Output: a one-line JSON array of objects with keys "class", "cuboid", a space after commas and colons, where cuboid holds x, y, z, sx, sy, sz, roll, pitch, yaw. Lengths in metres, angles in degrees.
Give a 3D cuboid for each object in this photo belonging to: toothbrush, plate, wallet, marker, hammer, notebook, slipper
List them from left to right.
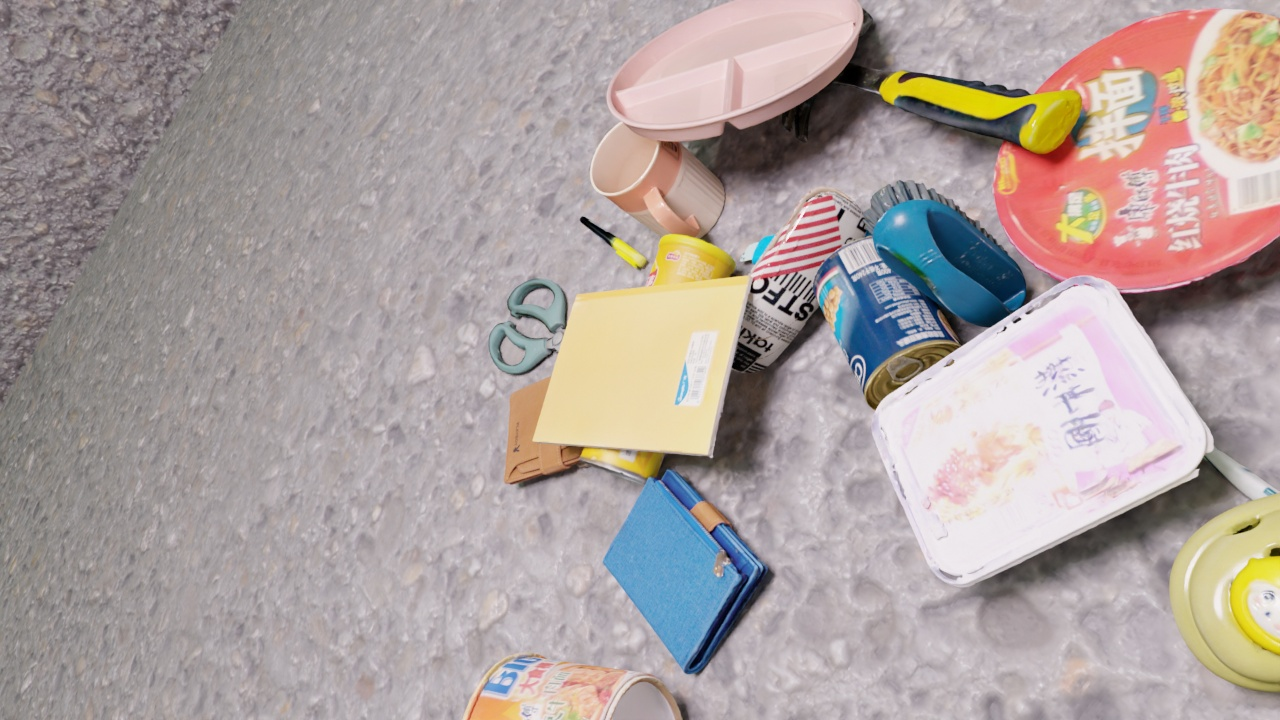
[{"class": "wallet", "cuboid": [-0.078, 0.059, 0.886, 0.132, 0.031, 0.107, -22, 54, 35]}, {"class": "marker", "cuboid": [-0.031, -0.123, 0.946, 0.015, 0.018, 0.124, -51, 43, 2]}, {"class": "notebook", "cuboid": [-0.004, 0.004, 0.754, 0.207, 0.010, 0.145, -2, 67, 46]}, {"class": "wallet", "cuboid": [0.031, 0.162, 0.725, 0.133, 0.040, 0.106, 43, 108, 46]}, {"class": "plate", "cuboid": [0.081, -0.259, 0.801, 0.230, 0.028, 0.229, -16, 39, 14]}, {"class": "hammer", "cuboid": [0.206, -0.206, 0.709, 0.126, 0.032, 0.323, -54, 29, 10]}, {"class": "toothbrush", "cuboid": [0.313, 0.042, 0.544, 0.018, 0.016, 0.191, -57, 42, 18]}, {"class": "slipper", "cuboid": [0.348, 0.094, 0.428, 0.191, 0.081, 0.091, -29, 66, 24]}]

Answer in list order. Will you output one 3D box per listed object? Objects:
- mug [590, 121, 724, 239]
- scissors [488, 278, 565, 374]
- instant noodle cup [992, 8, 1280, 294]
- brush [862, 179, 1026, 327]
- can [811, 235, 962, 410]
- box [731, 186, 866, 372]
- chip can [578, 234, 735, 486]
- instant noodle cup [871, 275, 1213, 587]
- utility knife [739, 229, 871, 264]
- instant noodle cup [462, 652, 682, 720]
[{"class": "mug", "cuboid": [0.022, -0.155, 0.849, 0.082, 0.106, 0.114, -40, 47, 20]}, {"class": "scissors", "cuboid": [-0.111, -0.011, 0.961, 0.130, 0.019, 0.185, -51, 43, 10]}, {"class": "instant noodle cup", "cuboid": [0.330, -0.120, 0.576, 0.194, 0.065, 0.193, -22, 54, 34]}, {"class": "brush", "cuboid": [0.206, -0.060, 0.601, 0.055, 0.143, 0.073, -40, 41, 29]}, {"class": "can", "cuboid": [0.177, -0.028, 0.662, 0.075, 0.075, 0.111, -37, 48, 23]}, {"class": "box", "cuboid": [0.116, -0.067, 0.744, 0.163, 0.076, 0.087, -58, 20, 18]}, {"class": "chip can", "cuboid": [0.016, 0.000, 0.800, 0.072, 0.072, 0.213, 10, 76, 45]}, {"class": "instant noodle cup", "cuboid": [0.241, 0.048, 0.561, 0.174, 0.060, 0.137, -38, 49, 30]}, {"class": "utility knife", "cuboid": [0.149, -0.099, 0.767, 0.160, 0.018, 0.034, -4, 67, 43]}, {"class": "instant noodle cup", "cuboid": [-0.042, 0.287, 0.656, 0.112, 0.151, 0.151, -11, 61, 30]}]
